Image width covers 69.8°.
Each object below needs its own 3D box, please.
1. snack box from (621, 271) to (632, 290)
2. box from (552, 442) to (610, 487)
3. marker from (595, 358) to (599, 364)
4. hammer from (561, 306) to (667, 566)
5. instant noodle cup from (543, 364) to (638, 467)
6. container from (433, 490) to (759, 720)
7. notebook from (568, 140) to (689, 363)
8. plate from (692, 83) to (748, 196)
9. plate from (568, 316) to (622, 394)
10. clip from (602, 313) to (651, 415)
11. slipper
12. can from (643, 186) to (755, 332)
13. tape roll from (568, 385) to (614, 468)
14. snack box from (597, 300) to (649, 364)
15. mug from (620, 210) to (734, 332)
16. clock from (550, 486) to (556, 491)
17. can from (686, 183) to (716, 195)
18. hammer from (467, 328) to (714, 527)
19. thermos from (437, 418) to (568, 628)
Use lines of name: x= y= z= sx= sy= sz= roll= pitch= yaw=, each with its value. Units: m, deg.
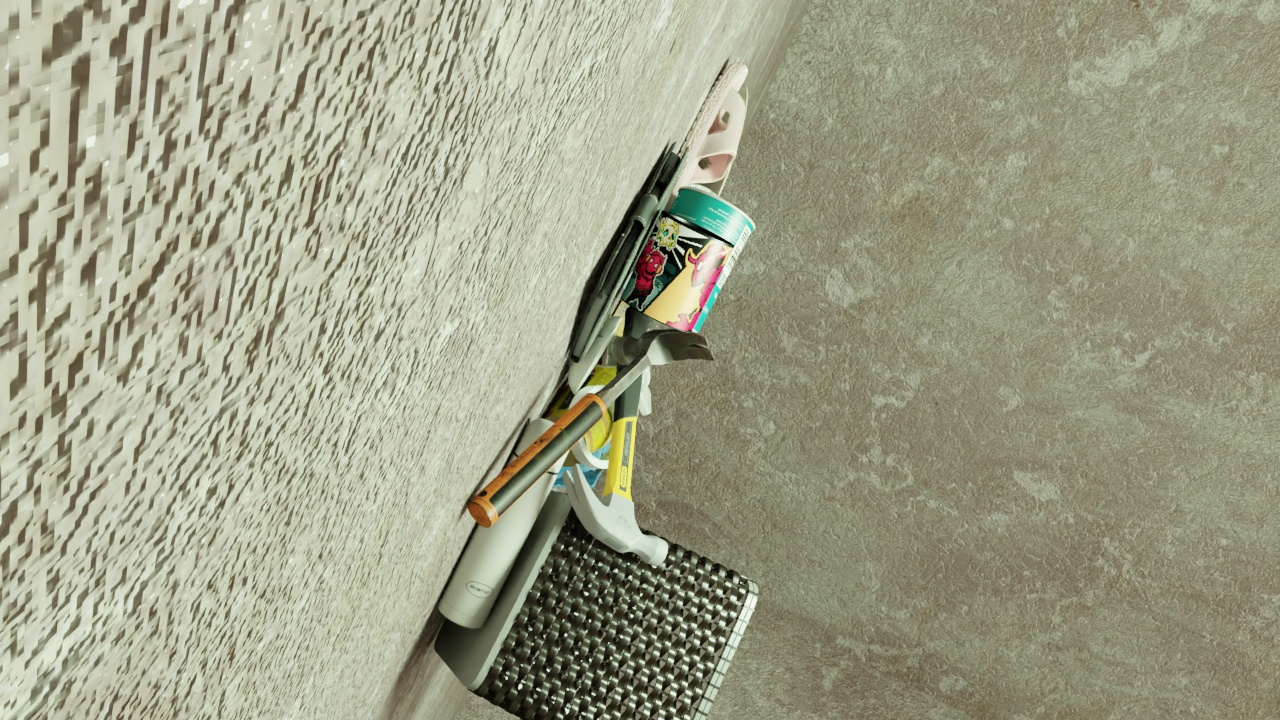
snack box: x=0.021 y=-0.096 z=1.226 sx=0.034 sy=0.087 sz=0.151 roll=-64 pitch=178 yaw=8
box: x=-0.093 y=0.138 z=1.241 sx=0.231 sy=0.093 sz=0.054 roll=-52 pitch=126 yaw=-86
marker: x=-0.079 y=0.028 z=1.190 sx=0.145 sy=0.021 sz=0.023 roll=-64 pitch=171 yaw=22
hammer: x=-0.017 y=0.062 z=1.022 sx=0.029 sy=0.127 sz=0.322 roll=-36 pitch=-145 yaw=38
instant noodle cup: x=-0.070 y=0.074 z=1.104 sx=0.112 sy=0.100 sz=0.101 roll=-47 pitch=166 yaw=-54
container: x=-0.062 y=0.301 z=1.057 sx=0.245 sy=0.243 sz=0.248 roll=-63 pitch=-162 yaw=-15
notebook: x=-0.013 y=-0.114 z=0.970 sx=0.170 sy=0.029 sz=0.208 roll=117 pitch=-3 yaw=-61
plate: x=0.102 y=-0.292 z=1.272 sx=0.189 sy=0.027 sz=0.188 roll=-166 pitch=-89 yaw=-82
plate: x=-0.058 y=-0.011 z=1.054 sx=0.104 sy=0.026 sz=0.104 roll=-58 pitch=180 yaw=0
clip: x=-0.027 y=0.005 z=1.208 sx=0.126 sy=0.099 sz=0.153 roll=-88 pitch=-174 yaw=-53
slipper: x=0.084 y=-0.254 z=1.139 sx=0.239 sy=0.064 sz=0.094 roll=-62 pitch=178 yaw=-10
can: x=0.055 y=-0.112 z=1.057 sx=0.144 sy=0.099 sz=0.099 roll=-62 pitch=178 yaw=-3
tape roll: x=-0.048 y=0.076 z=1.045 sx=0.093 sy=0.018 sz=0.093 roll=9 pitch=78 yaw=-53
snack box: x=-0.026 y=-0.032 z=1.317 sx=0.206 sy=0.057 sz=0.056 roll=-63 pitch=-178 yaw=-25
mug: x=0.045 y=-0.091 z=0.951 sx=0.117 sy=0.082 sz=0.098 roll=-1 pitch=119 yaw=-64
clock: x=-0.151 y=0.216 z=1.282 sx=0.148 sy=0.056 sz=0.103 roll=-62 pitch=179 yaw=11
can: x=0.060 y=-0.173 z=1.233 sx=0.086 sy=0.086 sz=0.116 roll=-63 pitch=179 yaw=-18
hammer: x=-0.048 y=0.056 z=0.898 sx=0.138 sy=0.035 sz=0.313 roll=-6 pitch=-153 yaw=41
thermos: x=-0.138 y=0.167 z=0.953 sx=0.224 sy=0.052 sz=0.052 roll=-63 pitch=178 yaw=2
